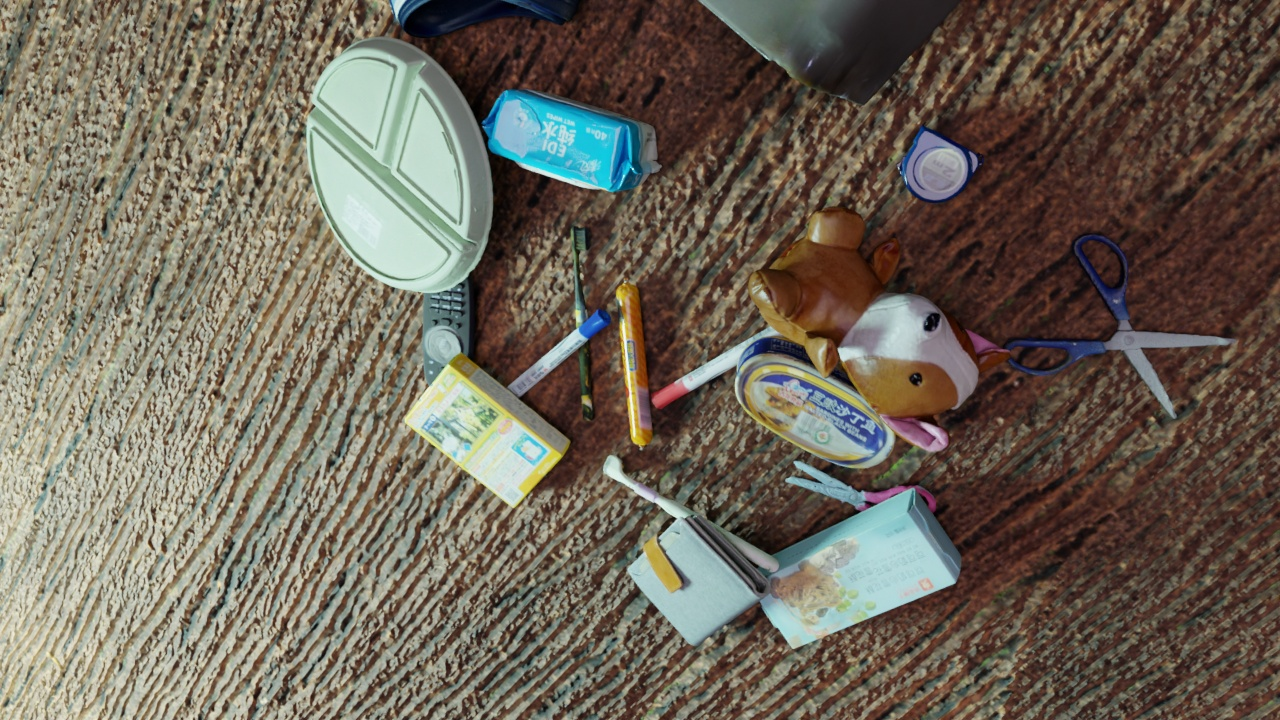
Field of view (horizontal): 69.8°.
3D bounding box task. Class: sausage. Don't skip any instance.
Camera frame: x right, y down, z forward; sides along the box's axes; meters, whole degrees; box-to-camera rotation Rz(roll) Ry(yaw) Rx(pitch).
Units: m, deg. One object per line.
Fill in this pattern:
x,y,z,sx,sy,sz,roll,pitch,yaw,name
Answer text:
-0.005,0.005,0.850,0.021,0.021,0.165,-2,103,16,sausage

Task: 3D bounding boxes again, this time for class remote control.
-0.185,-0.034,0.889,0.053,0.024,0.136,9,108,11,remote control

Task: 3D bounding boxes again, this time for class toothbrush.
-0.052,-0.032,0.858,0.017,0.012,0.186,4,105,25,toothbrush
0.045,0.142,0.849,0.189,0.020,0.029,29,141,22,toothbrush

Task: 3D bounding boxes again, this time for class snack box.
0.188,0.187,0.816,0.175,0.051,0.074,-34,92,29,snack box
-0.148,0.069,0.887,0.140,0.033,0.087,38,117,-7,snack box

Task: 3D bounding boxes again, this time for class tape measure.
0.239,-0.155,0.740,0.058,0.025,0.055,32,112,10,tape measure

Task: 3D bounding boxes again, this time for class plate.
-0.224,-0.169,0.822,0.230,0.027,0.230,16,118,32,plate

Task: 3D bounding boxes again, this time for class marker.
0.073,0.004,0.831,0.145,0.017,0.017,-30,94,20,marker
-0.082,-0.001,0.864,0.146,0.016,0.017,-38,91,28,marker

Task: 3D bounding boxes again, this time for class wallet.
0.046,0.204,0.850,0.106,0.036,0.130,44,137,7,wallet

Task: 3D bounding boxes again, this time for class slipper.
-0.095,-0.318,0.748,0.253,0.105,0.095,-17,91,21,slipper

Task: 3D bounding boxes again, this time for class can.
0.150,0.036,0.791,0.148,0.049,0.075,29,112,0,can

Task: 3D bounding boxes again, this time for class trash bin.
0.153,-0.317,0.632,0.199,0.198,0.220,47,120,21,trash bin

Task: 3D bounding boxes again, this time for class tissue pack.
-0.055,-0.185,0.780,0.140,0.089,0.063,20,108,10,tissue pack

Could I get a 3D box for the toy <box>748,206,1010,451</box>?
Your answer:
0.190,-0.029,0.729,0.199,0.131,0.140,44,76,5,toy

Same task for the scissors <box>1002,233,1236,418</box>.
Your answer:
0.381,-0.024,0.740,0.176,0.012,0.162,-9,101,17,scissors

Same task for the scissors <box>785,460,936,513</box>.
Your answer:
0.194,0.133,0.833,0.138,0.017,0.077,13,115,16,scissors
